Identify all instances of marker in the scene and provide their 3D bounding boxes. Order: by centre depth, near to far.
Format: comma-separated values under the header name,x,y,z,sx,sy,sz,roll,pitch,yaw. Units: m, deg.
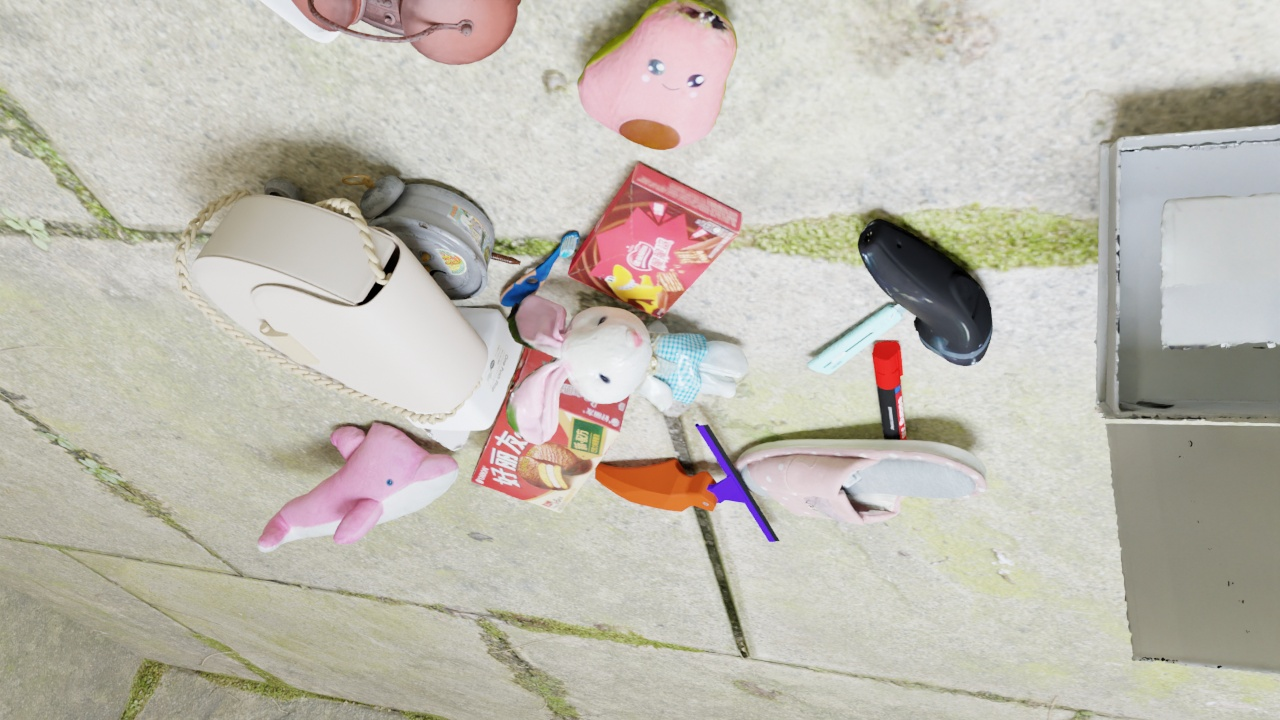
name,x,y,z,sx,sy,sz,roll,pitch,yaw
marker,0.221,0.034,0.805,0.023,0.021,0.145,-22,140,3

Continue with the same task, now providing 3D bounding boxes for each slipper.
name,x,y,z,sx,sy,sz,roll,pitch,yaw
slipper,0.199,0.122,0.891,0.114,0.054,0.275,37,149,-32

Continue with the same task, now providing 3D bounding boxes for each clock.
name,x,y,z,sx,sy,sz,roll,pitch,yaw
clock,-0.112,-0.210,0.454,0.120,0.157,0.072,16,141,-1
clock,-0.177,-0.101,0.732,0.104,0.056,0.148,-10,140,39

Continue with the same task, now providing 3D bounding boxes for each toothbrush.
name,x,y,z,sx,sy,sz,roll,pitch,yaw
toothbrush,-0.088,-0.072,0.776,0.021,0.017,0.135,29,144,-22

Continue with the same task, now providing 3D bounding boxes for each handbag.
name,x,y,z,sx,sy,sz,roll,pitch,yaw
handbag,-0.238,-0.046,0.738,0.209,0.103,0.211,12,154,26

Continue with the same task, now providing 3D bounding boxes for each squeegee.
name,x,y,z,sx,sy,sz,roll,pitch,yaw
squeegee,0.029,0.137,1.007,0.185,0.055,0.250,7,148,32

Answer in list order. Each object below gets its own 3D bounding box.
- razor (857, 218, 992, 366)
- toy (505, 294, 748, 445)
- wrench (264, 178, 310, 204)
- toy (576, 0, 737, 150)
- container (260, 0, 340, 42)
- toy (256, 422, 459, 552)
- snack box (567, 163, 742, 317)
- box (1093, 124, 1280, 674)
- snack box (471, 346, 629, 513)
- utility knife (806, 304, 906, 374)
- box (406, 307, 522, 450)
name,x,y,z,sx,sy,sz,roll,pitch,yaw
razor,0.203,-0.049,0.664,0.140,0.052,0.064,36,150,-24
toy,-0.004,0.004,0.757,0.205,0.131,0.106,5,166,-14
wrench,-0.278,-0.067,0.858,0.084,0.018,0.274,7,146,13
toy,0.013,-0.174,0.552,0.090,0.051,0.110,21,146,-11
container,-0.209,-0.255,0.522,0.129,0.049,0.081,35,142,-28
toy,-0.348,0.145,1.116,0.266,0.186,0.128,-23,96,15
snack box,0.008,-0.088,0.709,0.089,0.021,0.133,24,146,-14
box,0.324,0.037,0.455,0.167,0.367,0.150,-1,147,22
snack box,-0.099,0.079,0.964,0.113,0.060,0.237,22,146,-8
utility knife,0.182,-0.023,0.745,0.022,0.015,0.129,27,142,-15
box,-0.169,0.032,0.880,0.124,0.108,0.137,-1,143,26
